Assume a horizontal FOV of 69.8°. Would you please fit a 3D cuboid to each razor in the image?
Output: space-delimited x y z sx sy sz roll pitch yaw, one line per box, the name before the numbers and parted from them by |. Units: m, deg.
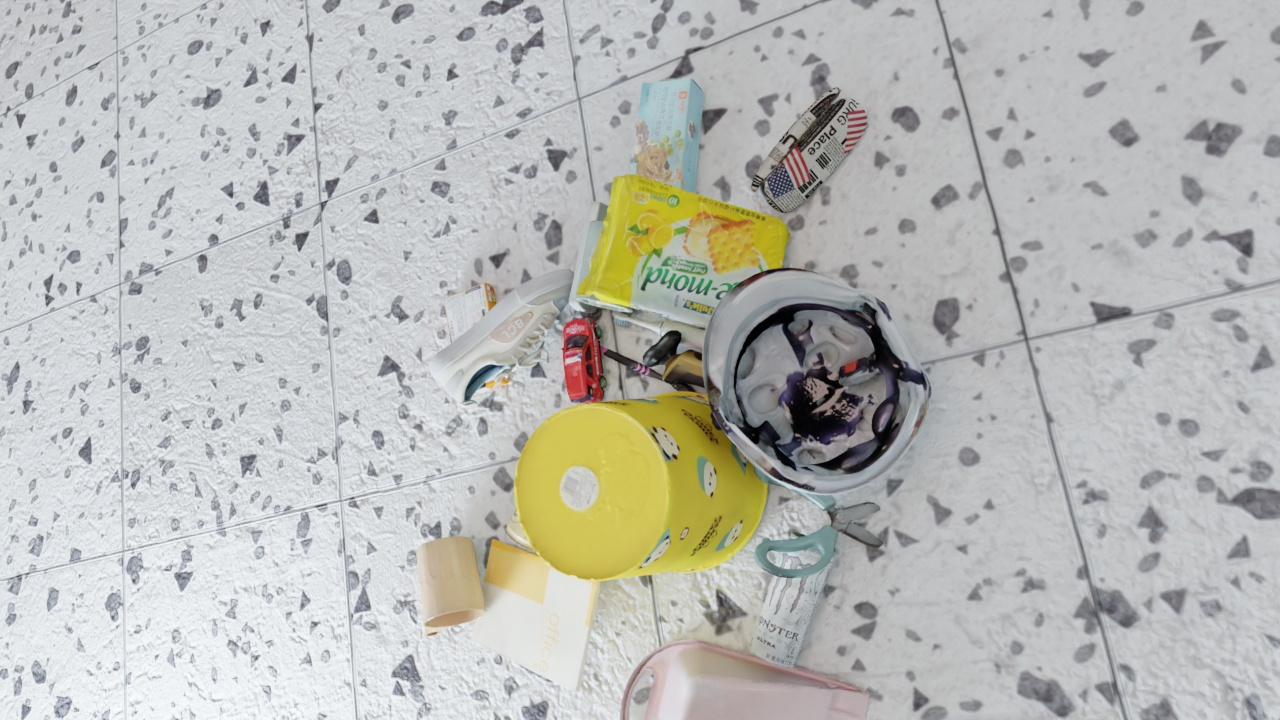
razor | 0.086 0.011 1.153 0.167 0.062 0.068 20 108 18

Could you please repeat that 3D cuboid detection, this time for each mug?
mug | -0.271 0.311 1.264 0.125 0.084 0.103 -41 54 43
mug | -0.037 -0.120 1.209 0.083 0.124 0.103 13 87 -4

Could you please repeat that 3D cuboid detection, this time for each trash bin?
trash bin | -0.001 0.145 1.052 0.230 0.255 0.229 -2 85 24

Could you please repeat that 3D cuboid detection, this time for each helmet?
helmet | 0.193 0.031 1.044 0.229 0.146 0.258 -40 70 -3

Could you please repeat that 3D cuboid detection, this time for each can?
can | -0.129 0.192 1.226 0.058 0.058 0.116 34 96 27
can | 0.176 0.277 1.063 0.058 0.058 0.146 20 90 27

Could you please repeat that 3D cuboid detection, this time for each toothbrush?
toothbrush | 0.057 -0.033 1.193 0.221 0.026 0.026 16 123 27
toothbrush | -0.007 0.007 1.223 0.189 0.017 0.014 25 95 29

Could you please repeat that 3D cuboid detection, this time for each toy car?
toy car | -0.079 0.001 1.238 0.053 0.045 0.120 -13 77 30

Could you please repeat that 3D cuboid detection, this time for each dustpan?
dustpan | 0.113 0.449 1.092 0.273 0.139 0.222 16 86 -1

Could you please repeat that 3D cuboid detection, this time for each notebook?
notebook | -0.141 0.331 1.208 0.207 0.010 0.146 10 87 40

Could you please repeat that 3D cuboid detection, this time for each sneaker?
sneaker | -0.170 -0.028 1.254 0.242 0.089 0.090 -38 77 0

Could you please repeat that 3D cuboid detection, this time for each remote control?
remote control | -0.066 -0.140 1.254 0.021 0.058 0.150 10 85 24

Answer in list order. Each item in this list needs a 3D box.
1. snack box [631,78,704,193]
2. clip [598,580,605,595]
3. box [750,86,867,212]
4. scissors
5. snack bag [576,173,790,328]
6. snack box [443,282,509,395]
snack box | 0.036 -0.288 1.234 0.074 0.051 0.174 2 82 27
clip | -0.052 0.280 1.187 0.099 0.034 0.066 -48 64 9
box | 0.214 -0.257 1.144 0.087 0.076 0.163 44 98 4
scissors | 0.185 0.185 1.038 0.170 0.019 0.180 32 53 14
snack bag | 0.058 -0.124 1.132 0.246 0.068 0.158 15 87 -11
snack box | -0.239 -0.031 1.336 0.075 0.026 0.153 -18 73 21
